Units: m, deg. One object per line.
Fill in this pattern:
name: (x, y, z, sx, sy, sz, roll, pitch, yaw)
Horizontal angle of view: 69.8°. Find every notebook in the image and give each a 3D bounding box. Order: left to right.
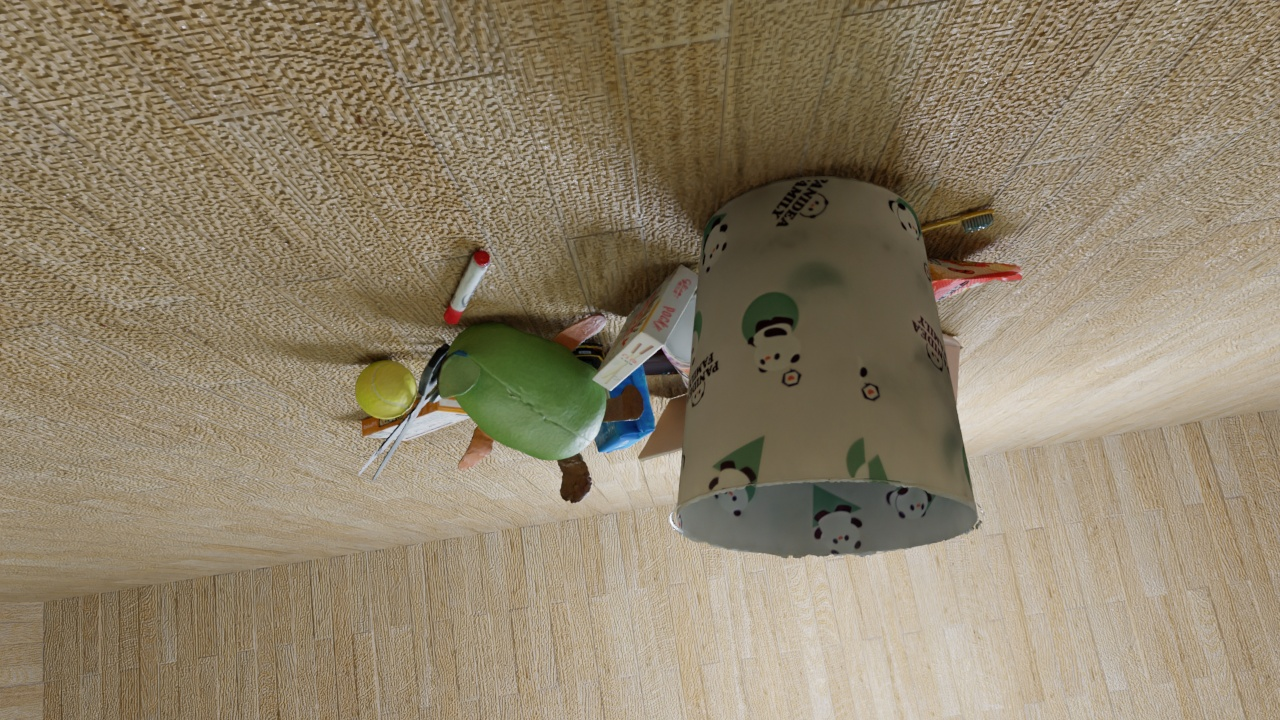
notebook: (0.102, 0.074, 1.307, 0.208, 0.008, 0.147, -20, -156, 35)

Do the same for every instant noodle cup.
instant noodle cup: (0.075, -0.016, 0.962, 0.112, 0.111, 0.099, -15, 157, 21)

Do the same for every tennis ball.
tennis ball: (-0.278, 0.032, 1.002, 0.065, 0.065, 0.065, -8, 165, -2)

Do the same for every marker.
marker: (-0.155, -0.063, 0.814, 0.017, 0.017, 0.146, -3, 164, -23)

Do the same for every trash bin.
trash bin: (0.138, 0.010, 0.732, 0.229, 0.251, 0.230, 1, 156, 0)

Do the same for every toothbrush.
toothbrush: (0.233, -0.109, 0.861, 0.192, 0.018, 0.016, -14, 163, 20)

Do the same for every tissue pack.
tissue pack: (-0.026, 0.059, 1.123, 0.052, 0.095, 0.157, -8, 167, -19)

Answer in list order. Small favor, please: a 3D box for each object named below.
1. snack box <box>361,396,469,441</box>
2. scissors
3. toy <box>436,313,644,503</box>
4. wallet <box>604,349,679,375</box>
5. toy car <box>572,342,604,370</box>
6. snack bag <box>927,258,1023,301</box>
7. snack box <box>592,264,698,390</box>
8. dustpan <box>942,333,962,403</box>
snack box: (-0.299, 0.078, 1.238, 0.154, 0.026, 0.075, -19, 161, 33)
scissors: (-0.244, 0.052, 1.001, 0.159, 0.014, 0.175, -39, 160, -55)
toy: (-0.110, 0.040, 0.976, 0.227, 0.090, 0.246, -50, 126, 1)
wallet: (-0.007, 0.007, 1.159, 0.122, 0.020, 0.096, -5, 165, -4)
toy car: (-0.098, 0.016, 1.093, 0.071, 0.041, 0.156, 0, 161, -29)
snack bag: (0.278, -0.074, 0.915, 0.207, 0.073, 0.129, -10, 180, -45)
snack box: (0.003, -0.029, 0.907, 0.027, 0.084, 0.157, 33, 154, -7)
dustpan: (0.360, 0.061, 1.185, 0.273, 0.222, 0.139, 6, 172, -24)
